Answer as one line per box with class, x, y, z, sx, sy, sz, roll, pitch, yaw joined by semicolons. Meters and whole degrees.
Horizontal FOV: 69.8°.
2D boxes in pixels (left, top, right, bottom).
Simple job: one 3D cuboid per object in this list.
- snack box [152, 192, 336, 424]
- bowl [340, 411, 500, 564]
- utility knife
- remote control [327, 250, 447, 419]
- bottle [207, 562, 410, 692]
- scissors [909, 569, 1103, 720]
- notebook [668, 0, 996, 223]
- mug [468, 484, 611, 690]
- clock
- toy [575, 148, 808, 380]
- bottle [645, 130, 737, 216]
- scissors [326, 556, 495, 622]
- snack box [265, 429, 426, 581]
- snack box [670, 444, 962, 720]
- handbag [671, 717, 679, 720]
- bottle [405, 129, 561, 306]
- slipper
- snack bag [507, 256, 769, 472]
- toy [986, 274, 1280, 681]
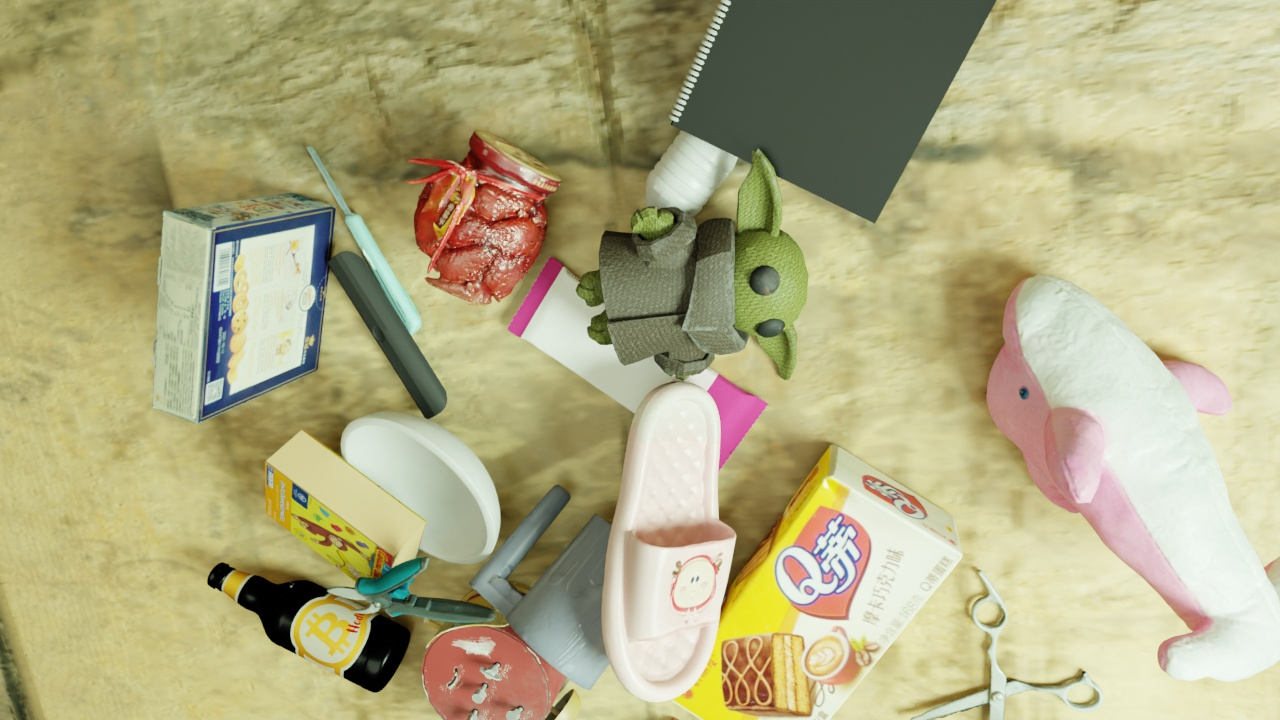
snack box;-0.291;-0.044;0.682;0.043;0.144;0.144;17;109;10
bowl;-0.166;0.093;0.729;0.150;0.043;0.150;19;134;21
utility knife;-0.216;-0.095;0.720;0.022;0.015;0.165;-20;100;51
remote control;-0.200;-0.020;0.729;0.033;0.015;0.147;-24;99;46
bottle;-0.295;0.225;0.803;0.182;0.059;0.059;24;109;7
scissors;0.273;0.238;0.693;0.142;0.014;0.175;-5;102;12
notebook;0.125;-0.209;0.555;0.149;0.016;0.207;27;110;4
mug;-0.053;0.169;0.702;0.124;0.084;0.104;37;80;18
clock;-0.113;0.269;0.759;0.117;0.081;0.159;-21;99;18
toy;0.037;-0.046;0.622;0.153;0.078;0.179;-7;127;9
bottle;0.044;-0.142;0.626;0.044;0.044;0.136;39;110;1
scissors;-0.179;0.186;0.718;0.124;0.019;0.155;26;140;-11
snack box;-0.243;0.128;0.749;0.126;0.040;0.088;35;140;6
snack box;0.125;0.187;0.689;0.110;0.061;0.231;32;111;4
handbag;0.028;0.406;0.777;0.109;0.060;0.172;31;110;0
bottle;-0.117;-0.100;0.651;0.099;0.098;0.111;32;105;3
slipper;0.027;0.125;0.645;0.056;0.106;0.221;0;85;47
snack bag;-0.004;0.004;0.693;0.196;0.016;0.070;34;108;3
toy;0.301;0.073;0.588;0.265;0.186;0.128;62;149;15
